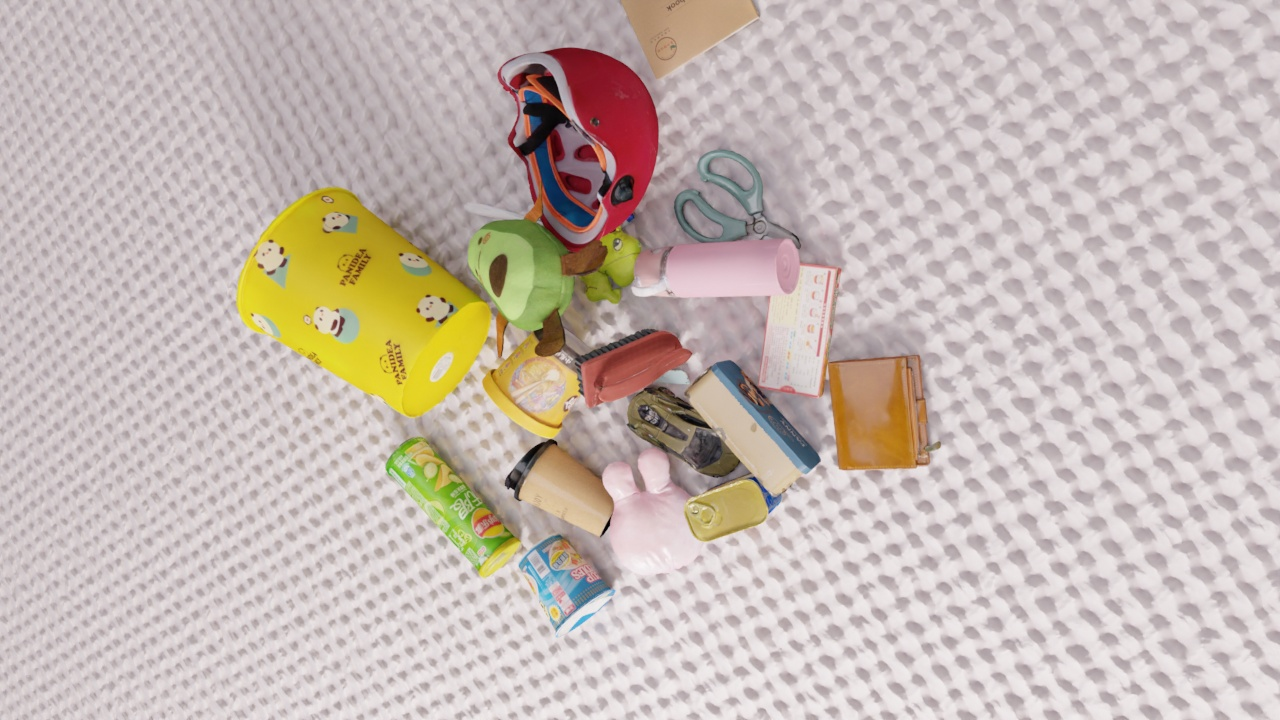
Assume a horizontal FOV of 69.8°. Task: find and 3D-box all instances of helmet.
[{"bbox_3d":[-0.057,-0.264,1.112,0.207,0.143,0.240,36,145,41],"label":"helmet"}]

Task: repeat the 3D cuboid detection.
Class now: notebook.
[{"bbox_3d":[0.041,-0.474,1.133,0.148,0.008,0.207,-26,84,22],"label":"notebook"}]

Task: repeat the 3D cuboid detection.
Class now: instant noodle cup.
[{"bbox_3d":[-0.105,0.292,1.216,0.099,0.099,0.110,-47,70,19],"label":"instant noodle cup"},{"bbox_3d":[-0.120,0.019,1.167,0.118,0.118,0.114,42,98,14],"label":"instant noodle cup"}]

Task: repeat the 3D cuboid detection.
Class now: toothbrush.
[{"bbox_3d":[-0.163,-0.193,1.239,0.180,0.016,0.016,15,98,23],"label":"toothbrush"}]

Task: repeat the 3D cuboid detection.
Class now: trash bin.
[{"bbox_3d":[-0.355,-0.068,1.225,0.255,0.229,0.230,33,106,11],"label":"trash bin"}]

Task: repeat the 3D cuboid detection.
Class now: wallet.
[{"bbox_3d":[0.282,0.062,1.063,0.119,0.035,0.130,-5,94,23],"label":"wallet"}]

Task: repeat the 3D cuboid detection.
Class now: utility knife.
[{"bbox_3d":[-0.038,0.019,1.200,0.218,0.018,0.034,3,93,24],"label":"utility knife"}]

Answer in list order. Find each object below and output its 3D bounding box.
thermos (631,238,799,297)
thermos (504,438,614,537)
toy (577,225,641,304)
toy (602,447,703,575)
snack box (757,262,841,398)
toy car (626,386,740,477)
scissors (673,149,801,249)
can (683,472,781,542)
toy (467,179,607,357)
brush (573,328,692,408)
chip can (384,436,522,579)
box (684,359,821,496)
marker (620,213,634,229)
[{"bbox_3d":[0.082,-0.104,1.091,0.199,0.087,0.067,2,122,32],"label":"thermos"},{"bbox_3d":[-0.097,0.170,1.205,0.143,0.093,0.093,31,105,10],"label":"thermos"},{"bbox_3d":[-0.037,-0.122,1.180,0.100,0.031,0.097,-21,100,23],"label":"toy"},{"bbox_3d":[0.015,0.192,1.157,0.121,0.054,0.159,-18,96,-10],"label":"toy"},{"bbox_3d":[0.189,-0.038,1.097,0.077,0.027,0.156,10,98,22],"label":"snack box"},{"bbox_3d":[0.055,0.090,1.158,0.158,0.042,0.070,28,105,15],"label":"toy car"},{"bbox_3d":[0.116,-0.167,1.123,0.180,0.019,0.144,48,109,11],"label":"scissors"},{"bbox_3d":[0.115,0.174,1.115,0.102,0.083,0.057,-24,85,23],"label":"can"},{"bbox_3d":[-0.142,-0.107,1.126,0.247,0.089,0.227,32,106,48],"label":"toy"},{"bbox_3d":[-0.007,0.007,1.126,0.069,0.145,0.063,33,137,44],"label":"brush"},{"bbox_3d":[-0.264,0.201,1.282,0.221,0.072,0.073,44,109,13],"label":"chip can"},{"bbox_3d":[0.138,0.083,1.097,0.184,0.089,0.061,46,108,10],"label":"box"},{"bbox_3d":[-0.067,-0.148,1.200,0.146,0.016,0.017,-35,81,21],"label":"marker"}]
